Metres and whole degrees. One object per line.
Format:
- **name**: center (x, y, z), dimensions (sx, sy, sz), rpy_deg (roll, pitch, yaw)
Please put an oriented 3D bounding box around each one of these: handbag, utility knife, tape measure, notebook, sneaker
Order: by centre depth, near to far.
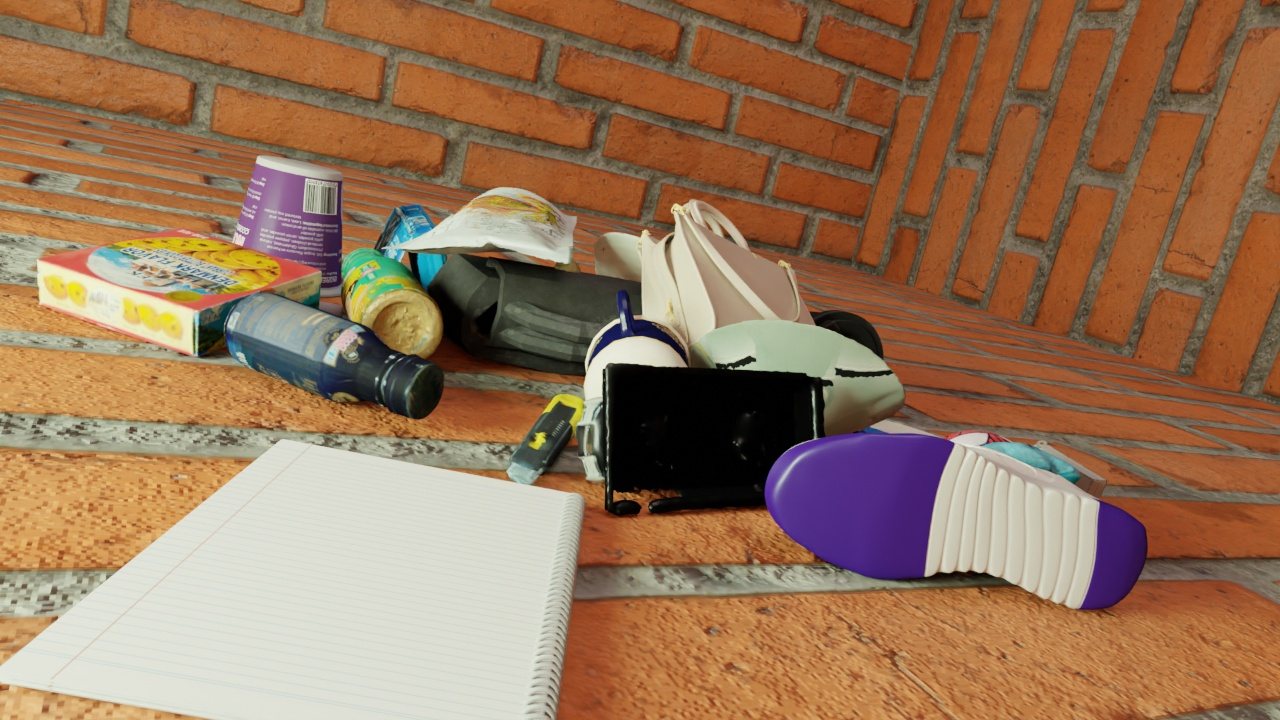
- **notebook**: center (-0.118, 0.091, 0.413), dimensions (0.178, 0.013, 0.245), rpy_deg (11, 12, -3)
- **sneaker**: center (0.190, 0.086, 0.594), dimensions (0.244, 0.092, 0.111), rpy_deg (15, 11, -10)
- **utility knife**: center (-0.063, 0.053, 0.628), dimensions (0.029, 0.020, 0.187), rpy_deg (12, 13, 3)
- **tape measure**: center (0.326, 0.104, 0.719), dimensions (0.020, 0.062, 0.060), rpy_deg (7, 19, -26)
- **handbag**: center (-0.075, -0.044, 0.852), dimensions (0.197, 0.102, 0.199), rpy_deg (7, 14, -28)
- **handbag**: center (0.081, -0.068, 0.858), dimensions (0.194, 0.102, 0.197), rpy_deg (20, 49, -41)

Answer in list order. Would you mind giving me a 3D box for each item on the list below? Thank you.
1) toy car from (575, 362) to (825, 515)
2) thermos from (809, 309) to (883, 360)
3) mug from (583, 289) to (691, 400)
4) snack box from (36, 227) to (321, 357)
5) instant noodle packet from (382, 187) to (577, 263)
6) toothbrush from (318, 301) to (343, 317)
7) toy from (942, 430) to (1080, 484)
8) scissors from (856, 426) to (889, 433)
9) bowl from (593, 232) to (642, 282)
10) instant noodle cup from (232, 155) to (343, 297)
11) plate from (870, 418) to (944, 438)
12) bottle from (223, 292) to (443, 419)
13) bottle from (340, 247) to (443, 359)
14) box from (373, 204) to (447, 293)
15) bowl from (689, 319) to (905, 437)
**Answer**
- **toy car**: center (0.038, 0.054, 0.623), dimensions (0.191, 0.094, 0.071), rpy_deg (2, -9, -38)
- **thermos**: center (0.170, -0.015, 1.017), dimensions (0.105, 0.106, 0.219), rpy_deg (9, 8, -20)
- **mug**: center (-0.004, 0.004, 0.703), dimensions (0.086, 0.112, 0.089), rpy_deg (-10, 15, 3)
- **snack box**: center (-0.353, -0.058, 0.717), dimensions (0.143, 0.040, 0.144), rpy_deg (17, 21, 12)
- **instant noodle packet**: center (-0.129, -0.120, 0.831), dimensions (0.147, 0.057, 0.269), rpy_deg (0, 14, -2)
- **toothbrush**: center (-0.357, -0.055, 0.799), dimensions (0.187, 0.018, 0.019), rpy_deg (10, 18, -17)
- **toy**: center (0.270, 0.083, 0.702), dimensions (0.092, 0.062, 0.133), rpy_deg (2, -10, -21)
- **scissors**: center (0.189, 0.060, 0.813), dimensions (0.070, 0.022, 0.131), rpy_deg (4, 18, -41)
- **bowl**: center (0.004, -0.059, 1.017), dimensions (0.177, 0.057, 0.177), rpy_deg (32, -21, 14)
- **instant noodle cup**: center (-0.353, -0.140, 0.943), dimensions (0.122, 0.122, 0.136), rpy_deg (17, 13, 18)
- **plate**: center (0.250, 0.082, 0.845), dimensions (0.157, 0.014, 0.157), rpy_deg (13, 12, -3)
- **bottle**: center (-0.209, -0.002, 0.627), dimensions (0.161, 0.056, 0.056), rpy_deg (18, 13, 20)
- **bottle**: center (-0.230, -0.057, 0.814), dimensions (0.068, 0.068, 0.210), rpy_deg (7, 15, -27)
- **box**: center (-0.267, -0.113, 1.022), dimensions (0.085, 0.092, 0.243), rpy_deg (-12, 19, -15)
- **bowl**: center (0.116, 0.042, 0.732), dimensions (0.174, 0.067, 0.174), rpy_deg (14, -29, 8)
